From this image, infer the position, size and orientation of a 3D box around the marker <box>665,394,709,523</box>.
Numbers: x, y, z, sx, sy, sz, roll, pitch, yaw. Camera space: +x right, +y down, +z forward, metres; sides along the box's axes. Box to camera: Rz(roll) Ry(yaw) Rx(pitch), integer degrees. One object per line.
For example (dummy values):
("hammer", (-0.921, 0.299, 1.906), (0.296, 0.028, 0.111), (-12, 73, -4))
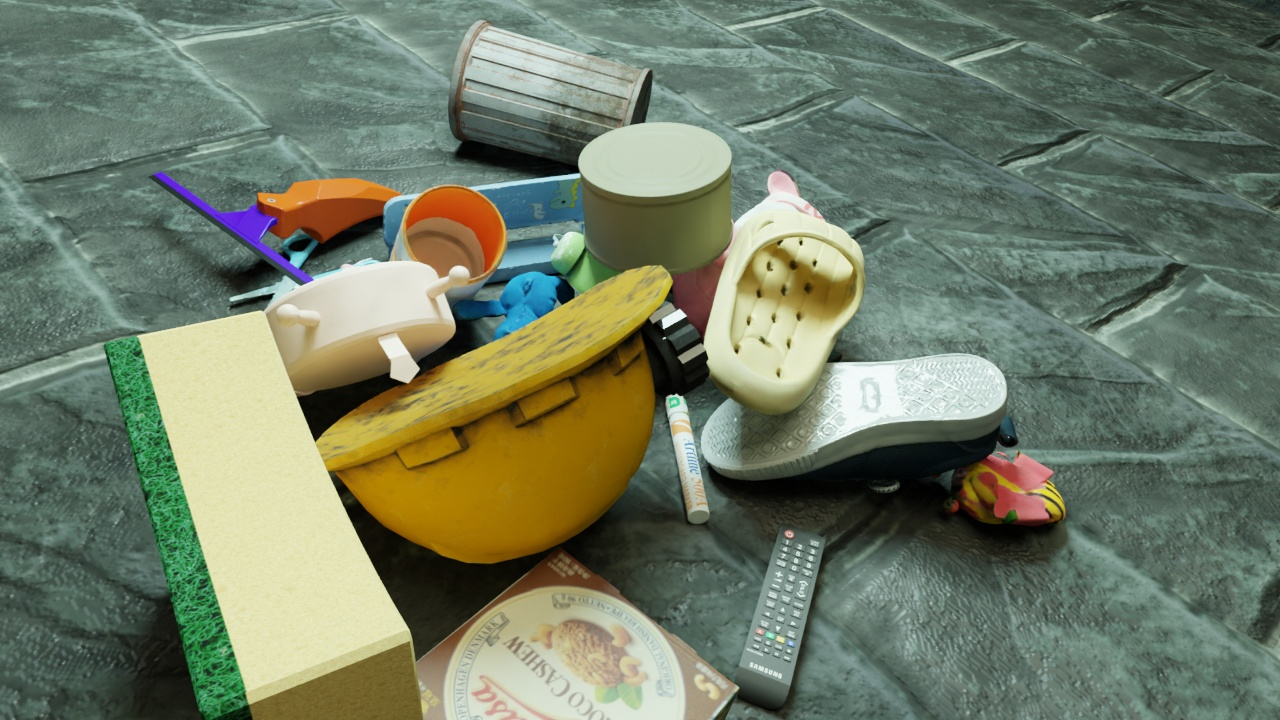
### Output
("marker", (0.034, 0.065, 0.715), (0.017, 0.017, 0.145), (2, 41, -10))

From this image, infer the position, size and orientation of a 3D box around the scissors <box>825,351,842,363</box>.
("scissors", (0.142, 0.029, 0.780), (0.149, 0.019, 0.130), (12, 39, 0))

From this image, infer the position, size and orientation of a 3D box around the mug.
("mug", (-0.162, -0.088, 0.759), (0.082, 0.105, 0.082), (5, 76, -21))

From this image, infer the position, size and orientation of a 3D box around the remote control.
("remote control", (0.095, 0.164, 0.613), (0.033, 0.015, 0.146), (19, 41, 9))

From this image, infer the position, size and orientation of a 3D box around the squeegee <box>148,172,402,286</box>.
("squeegee", (-0.292, -0.139, 0.841), (0.250, 0.055, 0.184), (31, 28, 26))

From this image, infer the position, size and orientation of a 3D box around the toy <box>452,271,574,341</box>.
("toy", (-0.091, -0.027, 0.759), (0.113, 0.071, 0.175), (6, 39, 12))

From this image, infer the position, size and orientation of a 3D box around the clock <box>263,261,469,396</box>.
("clock", (-0.201, -0.013, 0.667), (0.130, 0.161, 0.086), (-17, 89, -30))

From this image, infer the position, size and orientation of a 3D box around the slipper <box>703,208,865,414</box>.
("slipper", (0.119, -0.063, 0.710), (0.111, 0.079, 0.260), (27, 43, 2))

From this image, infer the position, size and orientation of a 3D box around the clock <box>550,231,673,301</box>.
("clock", (-0.030, -0.077, 0.818), (0.119, 0.043, 0.094), (40, 15, 16))

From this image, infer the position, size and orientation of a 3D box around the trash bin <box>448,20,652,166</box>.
("trash bin", (-0.105, -0.285, 1.008), (0.211, 0.131, 0.130), (16, 40, 4))

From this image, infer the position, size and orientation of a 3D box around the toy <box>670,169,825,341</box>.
("toy", (0.117, -0.083, 0.849), (0.142, 0.084, 0.212), (48, 51, -2))

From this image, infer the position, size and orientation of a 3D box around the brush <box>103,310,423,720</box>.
("brush", (-0.188, 0.121, 0.459), (0.075, 0.195, 0.250), (-16, 47, -28))

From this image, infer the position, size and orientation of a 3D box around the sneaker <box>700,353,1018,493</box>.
("sneaker", (0.167, 0.058, 0.706), (0.236, 0.087, 0.089), (-9, 47, 11))

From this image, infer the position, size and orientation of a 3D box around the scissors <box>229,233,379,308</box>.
("scissors", (-0.304, -0.081, 0.814), (0.138, 0.015, 0.120), (-18, 47, -37))

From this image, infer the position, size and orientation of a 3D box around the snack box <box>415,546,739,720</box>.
("snack box", (-0.045, 0.197, 0.522), (0.143, 0.041, 0.146), (33, 45, 24))

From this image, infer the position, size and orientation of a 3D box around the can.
("can", (0.013, -0.136, 0.761), (0.128, 0.073, 0.127), (-2, 41, 2))

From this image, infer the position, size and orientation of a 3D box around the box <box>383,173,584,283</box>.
("box", (-0.130, -0.125, 0.855), (0.210, 0.079, 0.072), (-11, 41, -24))

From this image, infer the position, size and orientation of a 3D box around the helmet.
("helmet", (-0.071, 0.052, 0.604), (0.254, 0.131, 0.205), (-30, 14, -21))

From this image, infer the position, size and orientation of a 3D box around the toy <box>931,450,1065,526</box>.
("toy", (0.282, 0.100, 0.711), (0.103, 0.046, 0.084), (9, 26, -9))
